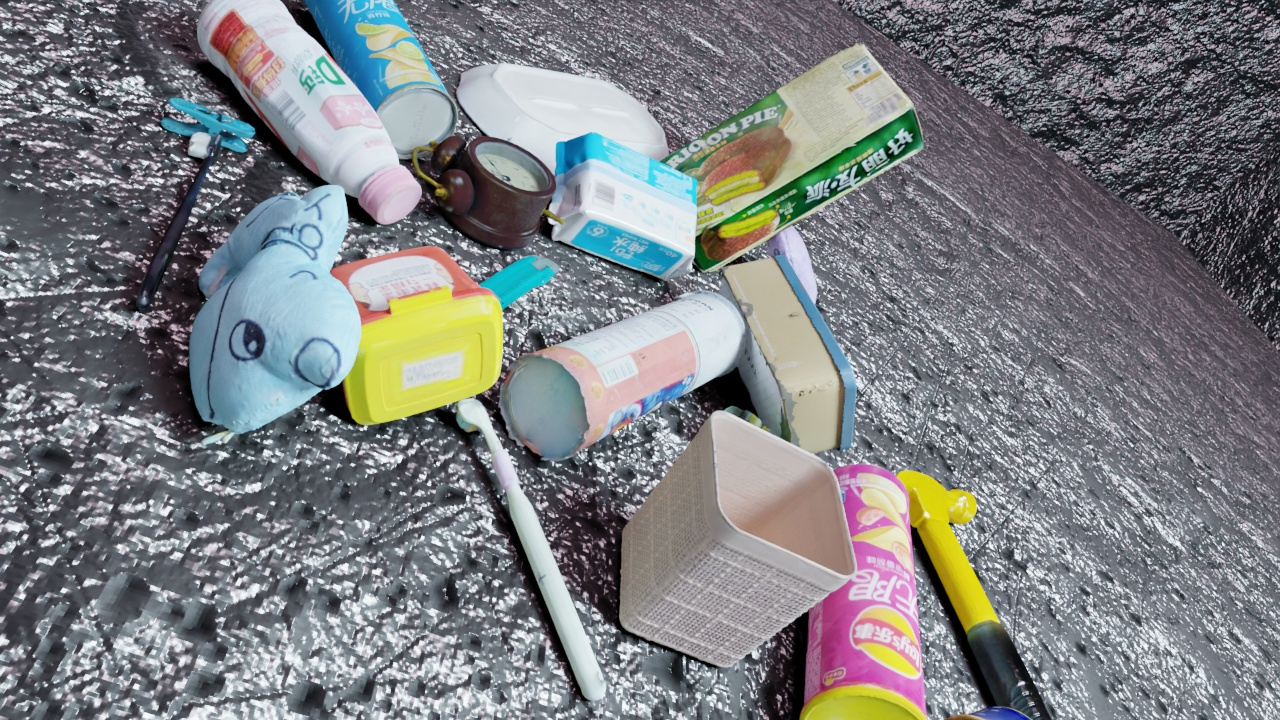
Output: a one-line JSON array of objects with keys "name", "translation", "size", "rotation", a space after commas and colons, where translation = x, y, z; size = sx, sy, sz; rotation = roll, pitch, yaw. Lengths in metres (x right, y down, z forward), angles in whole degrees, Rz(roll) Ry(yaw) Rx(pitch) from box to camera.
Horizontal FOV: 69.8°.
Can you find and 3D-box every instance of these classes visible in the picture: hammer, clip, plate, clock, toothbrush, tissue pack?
[{"name": "hammer", "translation": [0.255, 0.202, 0.680], "size": [0.128, 0.033, 0.300], "rotation": [18, 37, -29]}, {"name": "clip", "translation": [-0.287, -0.156, 0.611], "size": [0.056, 0.043, 0.014], "rotation": [13, 42, -36]}, {"name": "plate", "translation": [-0.064, -0.247, 0.935], "size": [0.265, 0.034, 0.162], "rotation": [-8, 54, -49]}, {"name": "clock", "translation": [-0.121, -0.135, 0.716], "size": [0.121, 0.055, 0.082], "rotation": [15, 39, -30]}, {"name": "toothbrush", "translation": [-0.062, 0.100, 0.510], "size": [0.189, 0.020, 0.029], "rotation": [60, 5, 29]}, {"name": "toothbrush", "translation": [-0.274, -0.088, 0.544], "size": [0.018, 0.016, 0.180], "rotation": [14, 38, -23]}, {"name": "tissue pack", "translation": [-0.013, -0.131, 0.796], "size": [0.140, 0.063, 0.089], "rotation": [18, 59, -25]}]

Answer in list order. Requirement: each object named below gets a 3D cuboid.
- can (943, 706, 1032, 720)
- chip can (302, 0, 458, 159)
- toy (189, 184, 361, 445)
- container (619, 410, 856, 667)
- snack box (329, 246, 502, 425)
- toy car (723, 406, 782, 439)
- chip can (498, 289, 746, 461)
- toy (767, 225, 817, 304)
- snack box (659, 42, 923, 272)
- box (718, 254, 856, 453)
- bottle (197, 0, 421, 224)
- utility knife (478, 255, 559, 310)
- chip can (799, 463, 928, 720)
[{"name": "can", "translation": [0.226, 0.272, 0.523], "size": [0.049, 0.075, 0.148], "rotation": [8, 42, -43]}, {"name": "chip can", "translation": [-0.221, -0.261, 0.762], "size": [0.071, 0.071, 0.210], "rotation": [1, 47, -44]}, {"name": "toy", "translation": [-0.191, -0.027, 0.473], "size": [0.050, 0.162, 0.156], "rotation": [42, 61, -47]}, {"name": "container", "translation": [0.048, 0.106, 0.522], "size": [0.090, 0.111, 0.090], "rotation": [26, 34, -18]}, {"name": "snack box", "translation": [-0.133, -0.020, 0.524], "size": [0.091, 0.082, 0.080], "rotation": [-17, 49, -27]}, {"name": "toy car", "translation": [0.089, 0.073, 0.668], "size": [0.091, 0.043, 0.036], "rotation": [38, -10, 12]}, {"name": "chip can", "translation": [-0.004, 0.004, 0.640], "size": [0.071, 0.071, 0.214], "rotation": [46, 33, 13]}, {"name": "toy", "translation": [0.150, -0.093, 0.913], "size": [0.083, 0.039, 0.108], "rotation": [-95, 164, -53]}, {"name": "snack box", "translation": [0.133, -0.192, 0.874], "size": [0.063, 0.240, 0.114], "rotation": [48, 15, -48]}, {"name": "box", "translation": [0.115, -0.002, 0.730], "size": [0.061, 0.090, 0.184], "rotation": [-14, 44, -7]}, {"name": "bottle", "translation": [-0.232, -0.180, 0.656], "size": [0.197, 0.068, 0.068], "rotation": [47, 33, 9]}, {"name": "utility knife", "translation": [-0.111, -0.039, 0.644], "size": [0.029, 0.013, 0.215], "rotation": [39, 32, 2]}, {"name": "chip can", "translation": [0.144, 0.155, 0.592], "size": [0.071, 0.072, 0.210], "rotation": [33, 32, -7]}]
